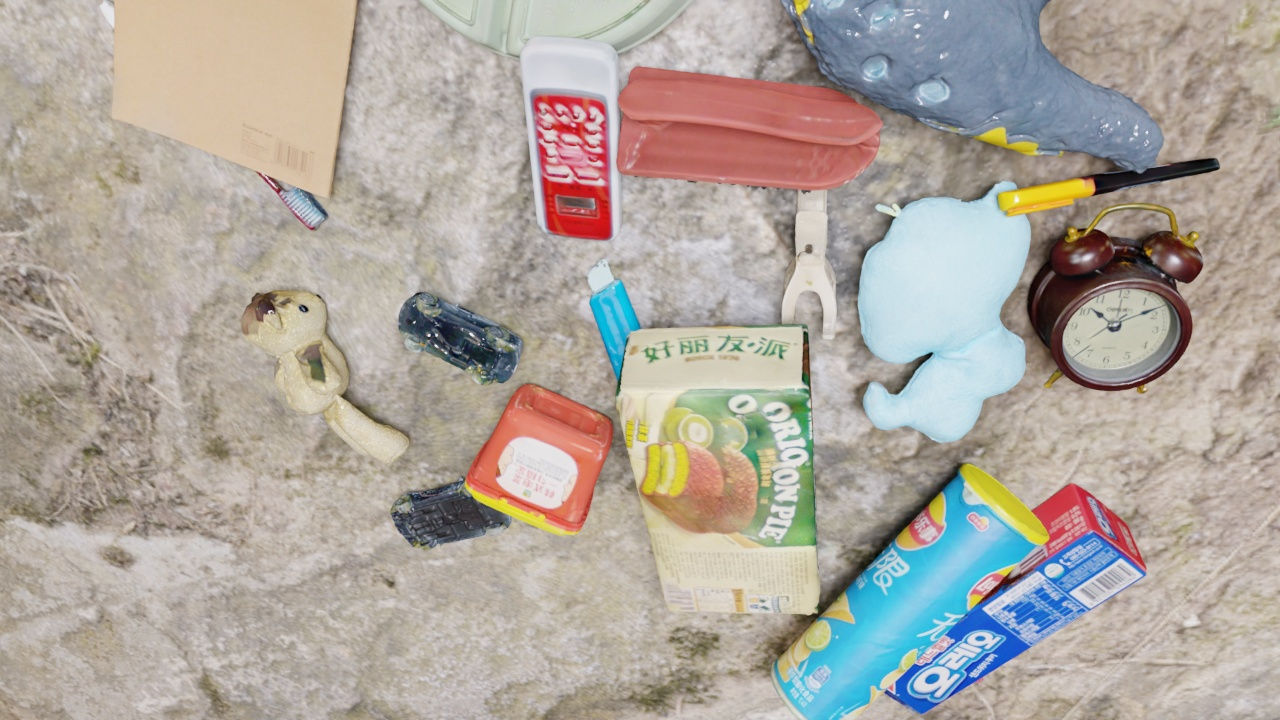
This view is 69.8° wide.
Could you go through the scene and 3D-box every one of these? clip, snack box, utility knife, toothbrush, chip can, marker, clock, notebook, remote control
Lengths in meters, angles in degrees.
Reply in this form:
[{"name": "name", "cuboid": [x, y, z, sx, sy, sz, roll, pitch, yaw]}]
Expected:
[{"name": "clip", "cuboid": [0.105, -0.059, 0.573, 0.035, 0.070, 0.100, 1, 126, 12]}, {"name": "snack box", "cuboid": [0.256, 0.179, 0.667, 0.057, 0.058, 0.208, 36, 119, -10]}, {"name": "utility knife", "cuboid": [-0.004, 0.004, 0.643, 0.034, 0.018, 0.161, -14, 114, 15]}, {"name": "toothbrush", "cuboid": [-0.278, -0.161, 0.604, 0.017, 0.016, 0.187, -35, 108, 18]}, {"name": "snack box", "cuboid": [0.060, 0.083, 0.616, 0.114, 0.063, 0.240, -2, 133, 12]}, {"name": "chip can", "cuboid": [0.184, 0.171, 0.645, 0.071, 0.071, 0.210, 35, 108, -9]}, {"name": "marker", "cuboid": [0.263, -0.098, 0.515, 0.124, 0.018, 0.015, -11, 92, -1]}, {"name": "snack box", "cuboid": [-0.069, 0.069, 0.659, 0.091, 0.081, 0.080, 24, 111, -4]}, {"name": "clock", "cuboid": [0.278, -0.037, 0.540, 0.082, 0.055, 0.122, 4, 123, 10]}, {"name": "notebook", "cuboid": [-0.241, -0.213, 0.543, 0.149, 0.012, 0.212, 22, 125, -1]}, {"name": "remote control", "cuboid": [-0.040, -0.128, 0.550, 0.056, 0.020, 0.136, 9, 139, 7]}]

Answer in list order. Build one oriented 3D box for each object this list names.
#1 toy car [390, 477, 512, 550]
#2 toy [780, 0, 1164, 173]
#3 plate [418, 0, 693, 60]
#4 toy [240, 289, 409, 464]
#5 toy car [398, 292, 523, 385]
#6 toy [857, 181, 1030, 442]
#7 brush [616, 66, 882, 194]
[{"name": "toy car", "cuboid": [-0.148, 0.119, 0.728, 0.106, 0.031, 0.049, -15, 116, 20]}, {"name": "toy", "cuboid": [0.132, -0.211, 0.452, 0.138, 0.091, 0.356, -34, 111, 13]}, {"name": "plate", "cuboid": [-0.057, -0.269, 0.477, 0.230, 0.027, 0.231, 9, 123, 14]}, {"name": "toy", "cuboid": [-0.229, 0.014, 0.674, 0.105, 0.066, 0.157, 11, 139, 56]}, {"name": "toy car", "cuboid": [-0.126, -0.018, 0.645, 0.090, 0.034, 0.043, 24, 124, -1]}, {"name": "toy", "cuboid": [0.185, -0.030, 0.564, 0.156, 0.049, 0.162, 37, 107, -22]}, {"name": "brush", "cuboid": [0.061, -0.129, 0.515, 0.146, 0.069, 0.063, 8, 84, 6]}]
